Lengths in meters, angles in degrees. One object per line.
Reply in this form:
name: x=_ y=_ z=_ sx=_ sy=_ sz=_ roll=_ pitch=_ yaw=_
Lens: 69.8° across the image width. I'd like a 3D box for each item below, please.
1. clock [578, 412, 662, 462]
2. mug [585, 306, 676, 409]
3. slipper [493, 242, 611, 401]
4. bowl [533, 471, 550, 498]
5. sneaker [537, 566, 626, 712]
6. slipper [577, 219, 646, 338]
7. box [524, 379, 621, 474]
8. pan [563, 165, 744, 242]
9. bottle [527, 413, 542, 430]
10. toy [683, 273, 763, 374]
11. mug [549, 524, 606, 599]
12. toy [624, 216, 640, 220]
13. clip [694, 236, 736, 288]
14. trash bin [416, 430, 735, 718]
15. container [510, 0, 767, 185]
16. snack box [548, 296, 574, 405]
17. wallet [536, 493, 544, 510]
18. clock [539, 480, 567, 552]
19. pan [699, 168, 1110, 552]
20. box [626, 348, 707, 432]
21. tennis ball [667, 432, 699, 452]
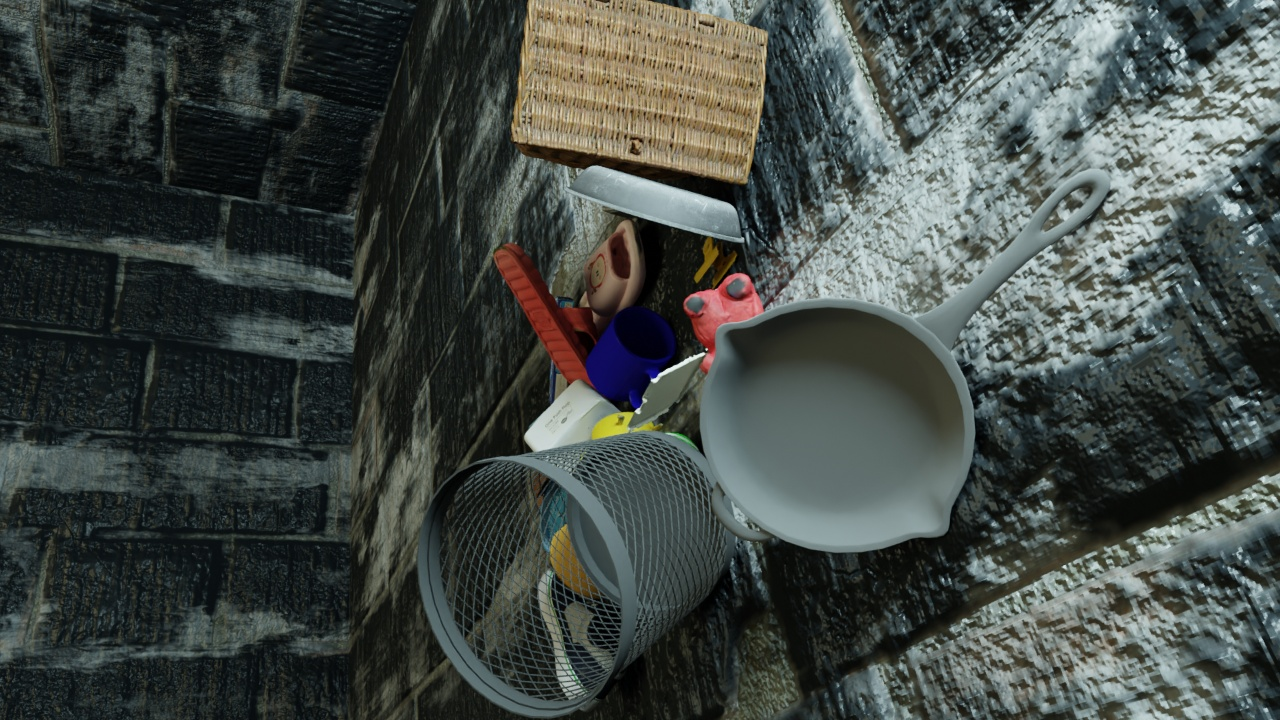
clock: x=-0.023 y=0.111 z=1.064 sx=0.119 sy=0.083 sz=0.057 roll=-56 pitch=31 yaw=39
mug: x=-0.006 y=0.006 z=1.064 sx=0.084 sy=0.079 sz=0.111 roll=-53 pitch=50 yaw=46
slipper: x=-0.096 y=-0.051 z=1.169 sx=0.249 sy=0.059 sz=0.104 roll=59 pitch=158 yaw=-17
bowl: x=-0.117 y=0.136 z=1.238 sx=0.102 sy=0.026 sz=0.114 roll=-57 pitch=-6 yaw=11
sneaker: x=-0.066 y=0.321 z=1.128 sx=0.079 sy=0.084 sz=0.235 roll=-41 pitch=26 yaw=4
slipper: x=-0.046 y=-0.098 z=1.191 sx=0.222 sy=0.055 sz=0.106 roll=125 pitch=144 yaw=-50
box: x=-0.088 y=0.073 z=1.139 sx=0.109 sy=0.121 sz=0.136 roll=-46 pitch=49 yaw=0
pan: x=0.000 y=-0.172 z=1.005 sx=0.356 sy=0.187 sz=0.055 roll=-125 pitch=50 yaw=-72
bottle: x=-0.126 y=0.092 z=1.259 sx=0.130 sy=0.040 sz=0.040 roll=-50 pitch=-26 yaw=-76
toy: x=0.098 y=-0.015 z=0.890 sx=0.094 sy=0.088 sz=0.133 roll=-14 pitch=-90 yaw=-84
mug: x=-0.037 y=0.201 z=1.065 sx=0.094 sy=0.100 sz=0.123 roll=-54 pitch=9 yaw=42
toy: x=-0.006 y=-0.231 z=1.170 sx=0.049 sy=0.030 sz=0.111 roll=-10 pitch=79 yaw=60
clip: x=0.075 y=-0.109 z=0.976 sx=0.049 sy=0.044 sz=0.054 roll=56 pitch=141 yaw=18
trash bin: x=-0.046 y=0.176 z=0.851 sx=0.218 sy=0.226 sz=0.218 roll=5 pitch=99 yaw=32
container: x=-0.017 y=-0.278 z=0.984 sx=0.183 sy=0.249 sz=0.162 roll=-167 pitch=84 yaw=-74
snack box: x=-0.113 y=-0.015 z=1.306 sx=0.082 sy=0.027 sz=0.150 roll=-135 pitch=48 yaw=-81
wallet: x=-0.129 y=0.173 z=1.345 sx=0.087 sy=0.013 sz=0.121 roll=-134 pitch=55 yaw=-64
clock: x=-0.079 y=0.187 z=1.186 sx=0.162 sy=0.060 sz=0.116 roll=-68 pitch=29 yaw=24
pan: x=0.178 y=0.004 z=0.642 sx=0.355 sy=0.216 sz=0.024 roll=-48 pitch=-2 yaw=24
box: x=0.094 y=0.016 z=0.737 sx=0.070 sy=0.186 sz=0.144 roll=-100 pitch=32 yaw=-57
tennis ball: x=0.032 y=0.109 z=0.968 sx=0.065 sy=0.065 sz=0.065 roll=-26 pitch=61 yaw=60
